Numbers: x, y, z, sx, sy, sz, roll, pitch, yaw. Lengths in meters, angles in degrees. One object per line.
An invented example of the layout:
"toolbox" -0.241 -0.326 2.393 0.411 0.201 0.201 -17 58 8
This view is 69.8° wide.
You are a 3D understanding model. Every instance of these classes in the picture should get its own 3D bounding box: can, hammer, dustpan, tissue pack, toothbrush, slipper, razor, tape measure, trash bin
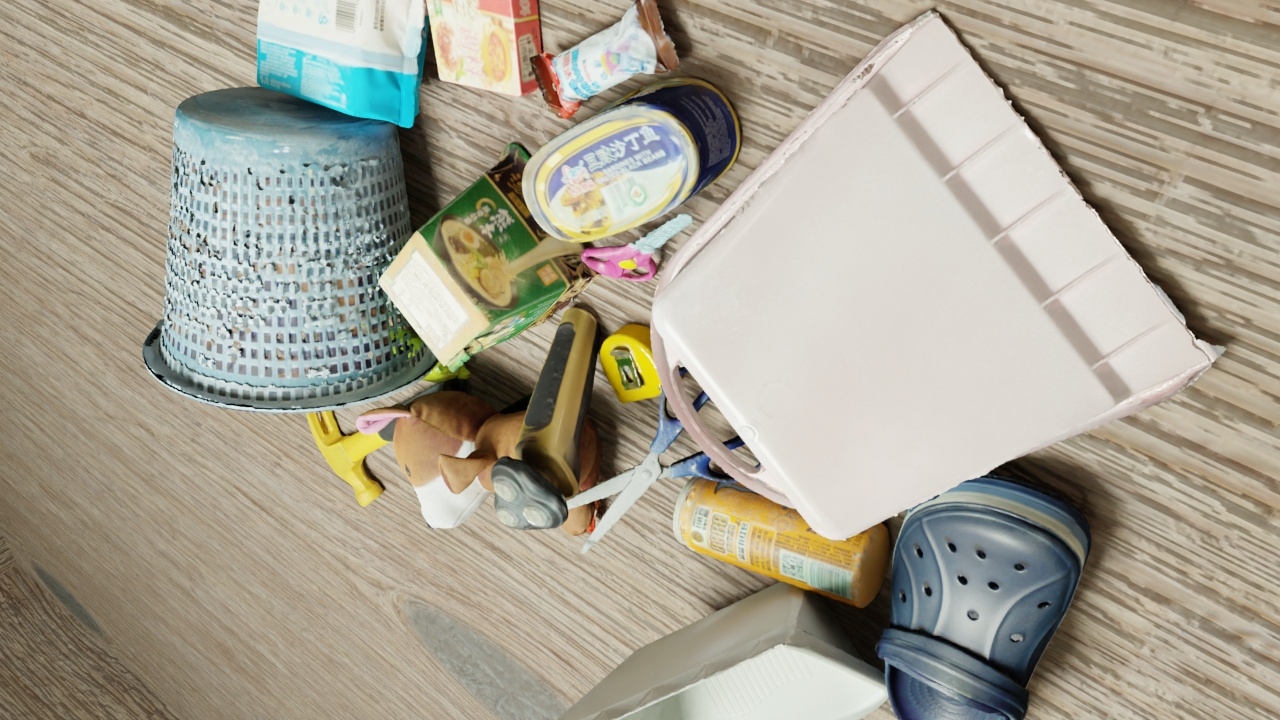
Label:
"can" -0.010 -0.120 0.565 0.148 0.049 0.074 -12 111 45
"hammer" -0.255 0.068 0.930 0.302 0.032 0.129 -24 103 48
"dustpan" 0.068 0.259 0.646 0.223 0.257 0.142 -31 83 18
"tissue pack" -0.206 -0.221 0.637 0.140 0.063 0.090 21 111 28
"dustpan" 0.123 -0.022 0.531 0.274 0.138 0.222 -35 90 16
"toothbrush" -0.119 0.048 0.811 0.186 0.017 0.012 -28 97 46
"slipper" 0.197 0.175 0.575 0.105 0.095 0.253 20 134 26
"razor" -0.063 0.038 0.656 0.062 0.167 0.067 -9 146 39
"can" 0.098 0.124 0.646 0.146 0.058 0.058 12 127 35
"tape measure" -0.004 0.004 0.667 0.060 0.028 0.057 -15 109 45
"trash bin" -0.262 -0.097 0.699 0.227 0.225 0.195 23 119 27

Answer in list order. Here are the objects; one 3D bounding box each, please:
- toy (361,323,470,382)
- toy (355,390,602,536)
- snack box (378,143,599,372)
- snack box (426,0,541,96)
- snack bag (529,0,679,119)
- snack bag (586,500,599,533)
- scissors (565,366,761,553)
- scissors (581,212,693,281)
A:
"toy" -0.202 -0.006 0.801 0.100 0.096 0.031 35 108 54
"toy" -0.130 0.085 0.756 0.200 0.130 0.140 18 166 24
"snack box" -0.115 -0.066 0.653 0.117 0.105 0.119 52 138 -3
"snack box" -0.102 -0.247 0.568 0.075 0.025 0.153 21 131 29
"snack bag" -0.022 -0.179 0.549 0.106 0.026 0.045 -11 101 42
"snack bag" -0.075 0.126 0.821 0.104 0.026 0.048 18 117 30
"scissors" 0.012 0.067 0.649 0.166 0.012 0.155 -1 99 7
"scissors" 0.003 -0.072 0.575 0.054 0.017 0.134 16 166 -19
